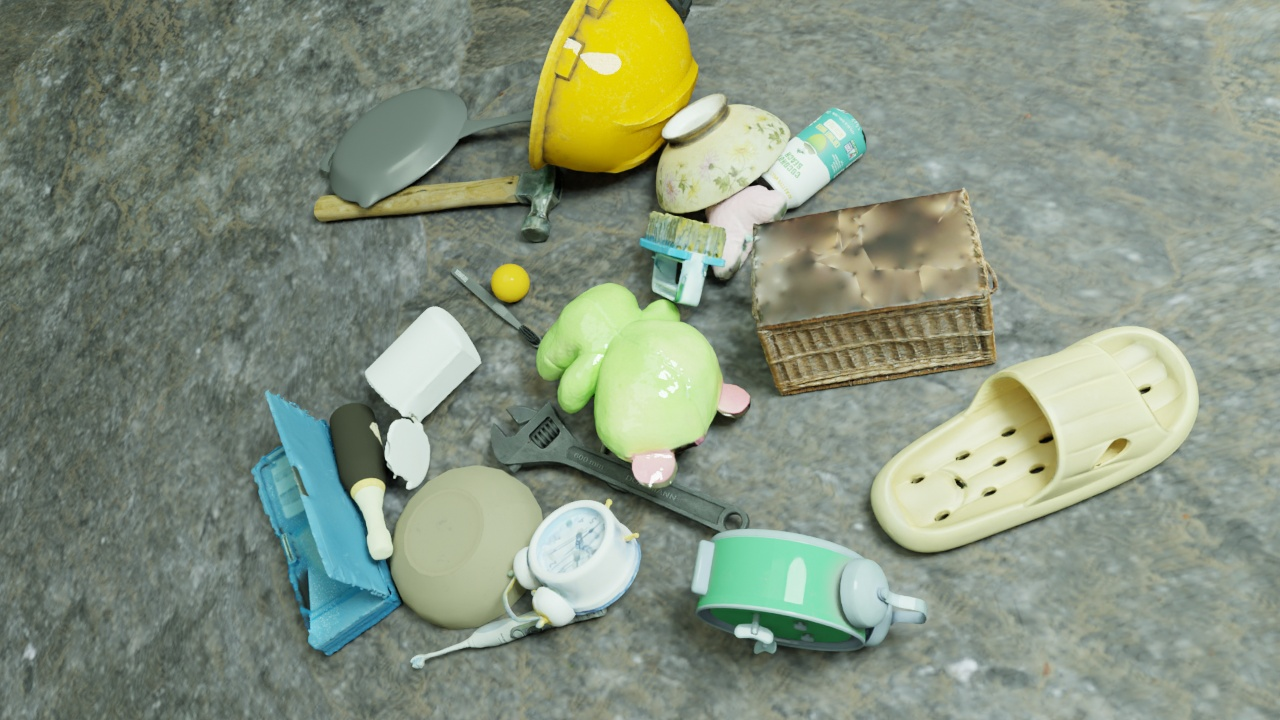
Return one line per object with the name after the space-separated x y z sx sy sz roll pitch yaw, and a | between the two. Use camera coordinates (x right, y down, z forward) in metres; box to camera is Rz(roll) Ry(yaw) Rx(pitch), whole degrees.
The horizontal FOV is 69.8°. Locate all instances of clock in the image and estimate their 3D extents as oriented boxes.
0.123 0.175 0.666 0.162 0.122 0.075 3 64 20 | clock
-0.060 0.173 0.772 0.125 0.052 0.089 -38 37 -8 | clock

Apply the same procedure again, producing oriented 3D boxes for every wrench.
-0.026 0.098 0.817 0.273 0.018 0.073 19 75 29 | wrench

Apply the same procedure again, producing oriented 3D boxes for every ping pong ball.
-0.136 -0.081 0.958 0.040 0.040 0.040 -10 60 18 | ping pong ball

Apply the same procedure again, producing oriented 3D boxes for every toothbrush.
-0.118 0.235 0.795 0.186 0.022 0.024 -19 40 11 | toothbrush
-0.155 -0.059 0.973 0.013 0.013 0.167 -47 54 -6 | toothbrush

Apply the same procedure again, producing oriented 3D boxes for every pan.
-0.246 -0.276 1.093 0.355 0.024 0.216 -4 53 24 | pan

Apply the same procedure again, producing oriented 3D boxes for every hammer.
-0.241 -0.191 1.068 0.331 0.033 0.132 -1 65 23 | hammer

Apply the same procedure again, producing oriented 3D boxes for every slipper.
0.294 0.056 0.685 0.261 0.079 0.111 -30 60 6 | slipper

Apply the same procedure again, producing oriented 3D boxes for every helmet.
-0.011 -0.291 0.948 0.131 0.206 0.254 22 64 1 | helmet

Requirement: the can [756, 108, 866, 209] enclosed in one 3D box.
0.164 -0.193 0.883 0.101 0.055 0.055 -39 56 0 | can

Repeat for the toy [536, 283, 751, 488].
-0.005 0.005 0.812 0.149 0.107 0.197 -36 46 -25 | toy

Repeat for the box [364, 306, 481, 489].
-0.215 0.035 0.909 0.147 0.084 0.136 -44 62 -2 | box

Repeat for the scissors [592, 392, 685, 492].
-0.014 0.046 0.858 0.150 0.012 0.164 -9 59 18 | scissors

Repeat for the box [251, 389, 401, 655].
-0.325 0.149 0.873 0.094 0.112 0.231 -35 56 1 | box

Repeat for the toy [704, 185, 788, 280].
0.092 -0.136 0.884 0.099 0.052 0.095 -51 37 20 | toy

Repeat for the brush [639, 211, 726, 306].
0.032 -0.099 0.869 0.136 0.055 0.075 -140 63 -70 | brush

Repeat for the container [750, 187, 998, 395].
0.191 -0.056 0.766 0.199 0.113 0.113 -9 60 17 | container

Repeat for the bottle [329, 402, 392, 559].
-0.265 0.117 0.886 0.045 0.045 0.184 -33 46 3 | bottle

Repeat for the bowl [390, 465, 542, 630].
-0.167 0.163 0.835 0.152 0.050 0.152 -10 60 18 | bowl

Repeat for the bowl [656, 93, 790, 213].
0.066 -0.213 0.897 0.145 0.063 0.145 -27 31 18 | bowl
